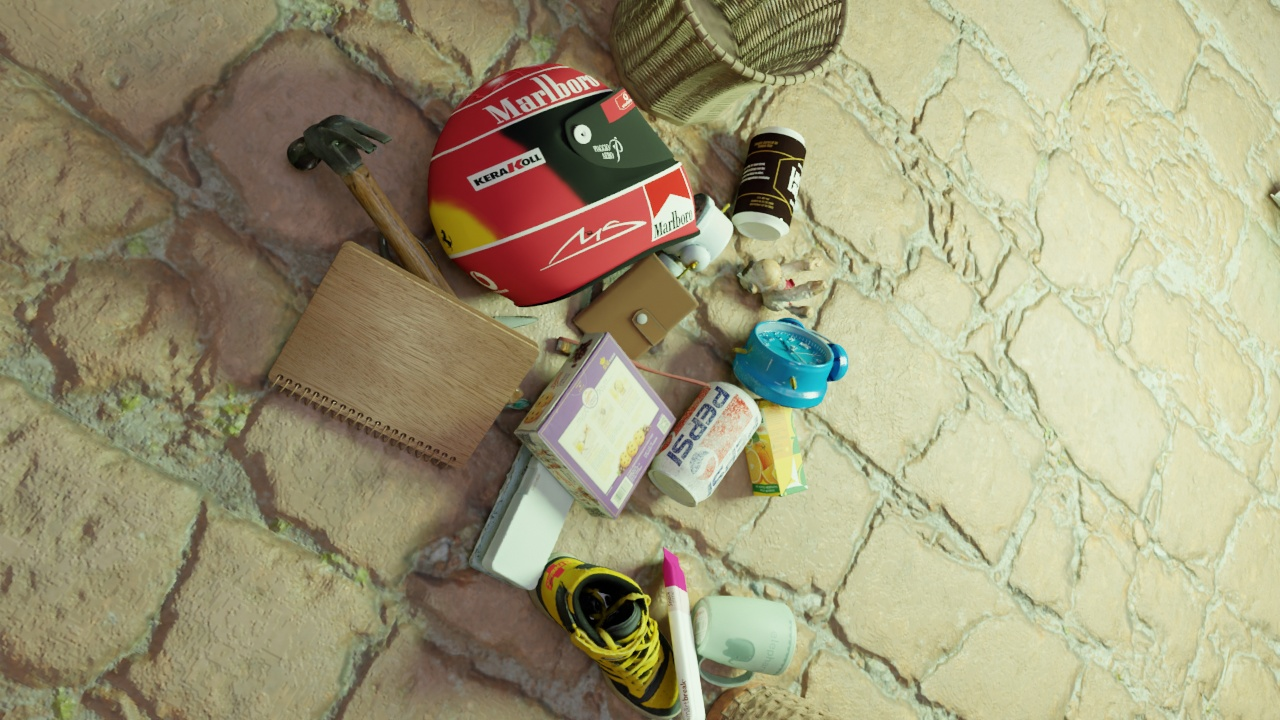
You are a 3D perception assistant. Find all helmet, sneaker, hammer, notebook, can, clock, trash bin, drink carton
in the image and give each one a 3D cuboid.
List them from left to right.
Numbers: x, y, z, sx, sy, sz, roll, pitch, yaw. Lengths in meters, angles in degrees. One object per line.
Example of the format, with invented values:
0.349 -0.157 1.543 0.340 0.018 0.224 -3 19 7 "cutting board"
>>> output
-0.231 0.005 0.898 0.210 0.022 0.169 29 107 -21 "notebook"
-0.216 -0.091 0.908 0.033 0.132 0.330 -48 114 -37 "hammer"
-0.087 -0.188 0.941 0.270 0.198 0.225 -29 105 -26 "helmet"
-0.012 0.299 0.968 0.238 0.122 0.085 47 68 -14 "sneaker"
0.058 -0.139 1.075 0.057 0.083 0.117 39 68 -25 "clock"
0.074 0.096 1.058 0.078 0.078 0.136 45 67 -16 "can"
0.161 -0.219 1.141 0.072 0.072 0.128 20 75 -24 "can"
0.158 0.100 1.110 0.041 0.058 0.122 -10 89 -27 "drink carton"
0.183 -0.003 1.107 0.161 0.117 0.060 -25 139 -49 "clock"
0.176 0.446 0.996 0.151 0.210 0.151 3 82 -26 "trash bin"

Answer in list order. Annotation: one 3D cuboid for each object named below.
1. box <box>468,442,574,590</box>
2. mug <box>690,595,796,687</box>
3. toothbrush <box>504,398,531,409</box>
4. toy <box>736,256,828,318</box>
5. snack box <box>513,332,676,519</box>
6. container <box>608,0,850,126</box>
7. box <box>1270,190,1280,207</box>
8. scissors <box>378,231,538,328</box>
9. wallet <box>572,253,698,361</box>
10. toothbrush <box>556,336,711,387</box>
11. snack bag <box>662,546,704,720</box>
-0.105 0.142 0.978 0.085 0.071 0.198 25 69 -9 "box"
0.109 0.326 1.056 0.104 0.084 0.111 14 106 -16 "mug"
-0.180 0.049 0.970 0.135 0.017 0.022 -3 89 -27 "toothbrush"
0.172 -0.102 1.142 0.106 0.074 0.085 14 44 -4 "toy"
-0.043 0.070 0.982 0.148 0.041 0.143 52 56 -30 "snack box"
0.090 -0.392 1.054 0.226 0.197 0.226 3 83 -27 "container"
1.299 -0.239 1.521 0.166 0.414 0.149 30 75 -28 "box"
-0.219 -0.029 0.959 0.225 0.016 0.225 49 66 -13 "scissors"
-0.005 -0.054 1.042 0.121 0.013 0.087 -41 105 5 "wallet"
-0.006 0.006 1.041 0.184 0.015 0.015 16 81 -10 "toothbrush"
0.046 0.307 1.002 0.016 0.070 0.196 -14 66 13 "snack bag"
